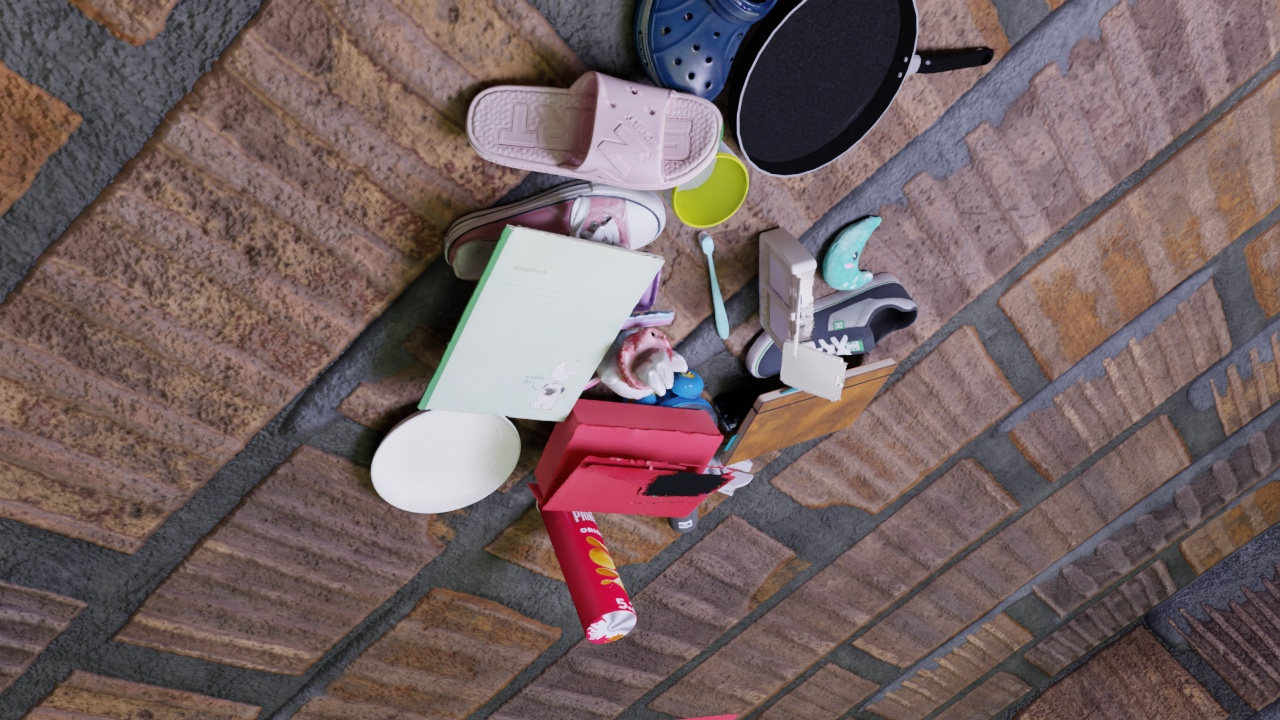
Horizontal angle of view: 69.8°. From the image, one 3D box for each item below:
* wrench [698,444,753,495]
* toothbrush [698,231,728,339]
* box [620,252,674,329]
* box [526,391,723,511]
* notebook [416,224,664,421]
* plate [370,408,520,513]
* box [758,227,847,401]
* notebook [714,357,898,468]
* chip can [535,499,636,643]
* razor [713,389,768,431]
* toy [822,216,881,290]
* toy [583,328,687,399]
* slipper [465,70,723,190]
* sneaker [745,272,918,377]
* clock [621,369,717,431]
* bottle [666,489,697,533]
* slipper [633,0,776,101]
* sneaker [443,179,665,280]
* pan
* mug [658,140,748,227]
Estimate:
[{"bbox_3d":[0.031,0.148,1.282,0.273,0.086,0.018,5,128,-17],"label":"wrench"},{"bbox_3d":[0.091,-0.087,1.124,0.016,0.016,0.181,-25,138,-7],"label":"toothbrush"},{"bbox_3d":[-0.074,-0.061,1.030,0.214,0.096,0.077,-7,159,-21],"label":"box"},{"bbox_3d":[-0.060,0.079,1.238,0.213,0.325,0.153,7,109,-28],"label":"box"},{"bbox_3d":[-0.107,-0.027,0.959,0.181,0.010,0.253,8,131,-34],"label":"notebook"},{"bbox_3d":[-0.239,0.113,1.125,0.182,0.034,0.183,-14,134,-15],"label":"plate"},{"bbox_3d":[0.174,-0.049,1.072,0.069,0.191,0.144,-17,128,-12],"label":"box"},{"bbox_3d":[0.230,0.070,1.274,0.248,0.014,0.179,-14,148,-27],"label":"notebook"},{"bbox_3d":[-0.074,0.262,1.211,0.069,0.220,0.069,-14,134,-15],"label":"chip can"},{"bbox_3d":[0.170,0.073,1.292,0.151,0.054,0.067,1,141,-36],"label":"razor"},{"bbox_3d":[0.268,-0.130,1.164,0.085,0.033,0.105,-21,136,-24],"label":"toy"},{"bbox_3d":[-0.006,0.006,1.065,0.159,0.194,0.084,-16,95,-19],"label":"toy"},{"bbox_3d":[-0.042,-0.212,0.839,0.239,0.064,0.094,4,86,-2],"label":"slipper"},{"bbox_3d":[0.254,-0.032,1.211,0.235,0.079,0.084,-27,137,-2],"label":"sneaker"},{"bbox_3d":[0.037,0.070,1.210,0.116,0.060,0.162,-20,134,-8],"label":"clock"},{"bbox_3d":[0.061,0.211,1.360,0.047,0.047,0.112,-18,135,-12],"label":"bottle"},{"bbox_3d":[0.074,-0.347,0.822,0.105,0.095,0.253,1,126,-31],"label":"slipper"},{"bbox_3d":[-0.079,-0.122,0.951,0.240,0.087,0.118,-15,135,-15],"label":"sneaker"},{"bbox_3d":[0.242,-0.309,0.972,0.355,0.034,0.226,-17,141,-27],"label":"pan"},{"bbox_3d":[0.051,-0.197,0.936,0.082,0.106,0.083,-15,135,-16],"label":"mug"}]
